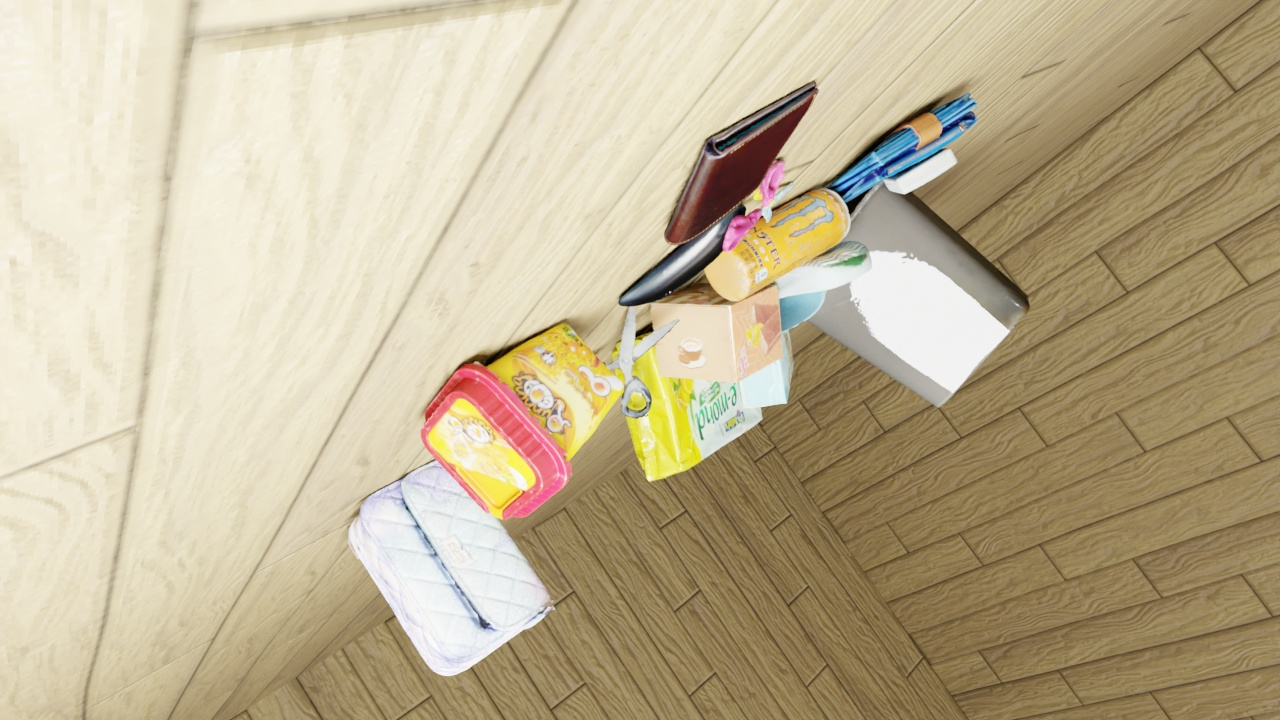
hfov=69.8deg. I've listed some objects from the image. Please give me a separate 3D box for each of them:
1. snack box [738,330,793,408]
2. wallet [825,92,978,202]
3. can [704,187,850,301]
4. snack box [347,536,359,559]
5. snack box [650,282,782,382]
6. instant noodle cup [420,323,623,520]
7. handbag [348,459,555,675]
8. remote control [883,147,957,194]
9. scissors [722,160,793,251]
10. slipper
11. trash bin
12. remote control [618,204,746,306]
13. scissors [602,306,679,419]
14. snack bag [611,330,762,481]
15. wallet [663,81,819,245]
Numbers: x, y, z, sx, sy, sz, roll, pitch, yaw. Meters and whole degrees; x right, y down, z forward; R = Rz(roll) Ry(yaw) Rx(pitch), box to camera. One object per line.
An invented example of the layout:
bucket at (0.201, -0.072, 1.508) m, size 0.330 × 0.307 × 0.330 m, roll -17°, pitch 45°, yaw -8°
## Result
snack box at (0.145, -0.007, 1.062) m, size 0.052 × 0.074 × 0.174 m, roll -7°, pitch -166°, yaw 14°
wallet at (0.250, -0.201, 0.886) m, size 0.133 × 0.040 × 0.106 m, roll -34°, pitch -179°, yaw -18°
can at (0.128, -0.109, 0.856) m, size 0.145 × 0.058 × 0.058 m, roll -31°, pitch 171°, yaw -29°
snack box at (-0.254, 0.165, 1.033) m, size 0.156 × 0.027 × 0.085 m, roll -31°, pitch 172°, yaw -26°
snack box at (0.077, -0.030, 0.912) m, size 0.093 × 0.077 × 0.094 m, roll 5°, pitch -161°, yaw 37°
instant noodle cup at (-0.087, 0.042, 0.721) m, size 0.123 × 0.116 × 0.116 m, roll -43°, pitch -179°, yaw -42°
handbag at (-0.187, 0.200, 0.909) m, size 0.133 × 0.194 × 0.076 m, roll -27°, pitch 167°, yaw -43°
remote control at (0.279, -0.190, 0.924) m, size 0.058 × 0.021 × 0.149 m, roll -30°, pitch -175°, yaw 15°
scissors at (0.098, -0.121, 0.759) m, size 0.105 × 0.017 × 0.136 m, roll -55°, pitch 170°, yaw 3°
slipper at (0.159, -0.071, 0.977) m, size 0.103 × 0.074 × 0.246 m, roll -25°, pitch -173°, yaw -24°
trash bin at (0.321, -0.080, 1.093) m, size 0.199 × 0.220 × 0.198 m, roll -54°, pitch 170°, yaw 22°
remote control at (0.039, -0.082, 0.774) m, size 0.137 × 0.024 × 0.053 m, roll -38°, pitch 172°, yaw 23°
scissors at (-0.017, 0.004, 0.903) m, size 0.174 × 0.159 × 0.014 m, roll -7°, pitch -134°, yaw 29°
snack bag at (0.057, 0.028, 1.071) m, size 0.068 × 0.158 × 0.245 m, roll -10°, pitch -173°, yaw 34°
wallet at (0.066, -0.130, 0.621) m, size 0.096 × 0.020 × 0.122 m, roll -37°, pitch 172°, yaw -20°
